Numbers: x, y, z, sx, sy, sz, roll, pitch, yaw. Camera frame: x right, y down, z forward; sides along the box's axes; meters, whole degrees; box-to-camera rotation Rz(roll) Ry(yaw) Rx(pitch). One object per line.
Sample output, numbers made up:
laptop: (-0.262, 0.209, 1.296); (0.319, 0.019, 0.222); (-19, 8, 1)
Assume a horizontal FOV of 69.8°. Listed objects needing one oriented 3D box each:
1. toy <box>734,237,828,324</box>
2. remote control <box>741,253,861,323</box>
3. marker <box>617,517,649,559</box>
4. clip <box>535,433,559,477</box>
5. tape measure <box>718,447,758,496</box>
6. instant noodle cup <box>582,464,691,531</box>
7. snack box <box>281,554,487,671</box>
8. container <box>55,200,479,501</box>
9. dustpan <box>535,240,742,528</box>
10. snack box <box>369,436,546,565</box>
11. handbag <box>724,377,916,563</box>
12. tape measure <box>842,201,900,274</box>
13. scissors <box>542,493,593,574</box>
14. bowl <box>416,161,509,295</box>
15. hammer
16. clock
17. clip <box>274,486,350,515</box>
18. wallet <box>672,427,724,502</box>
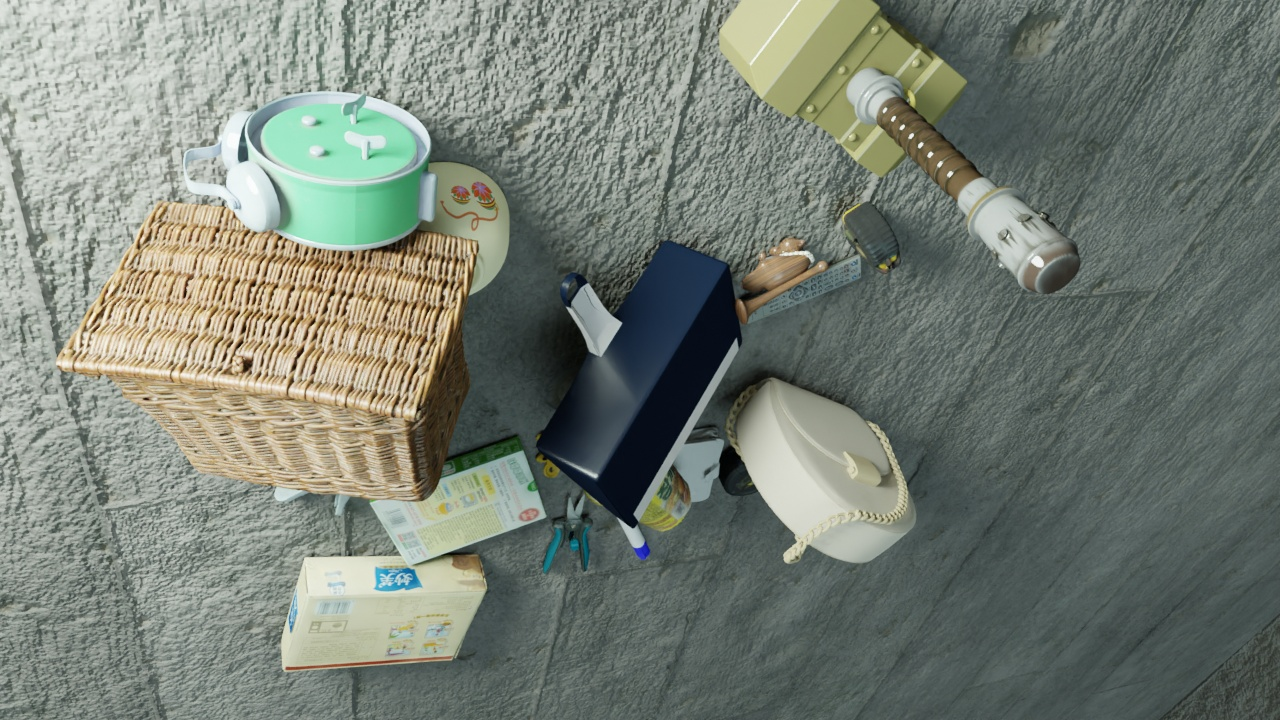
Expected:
toy: (0.131, -0.083, 0.903); (0.101, 0.054, 0.042); (-29, 152, -6)
remote control: (0.168, -0.075, 0.960); (0.136, 0.013, 0.033); (-21, 137, -4)
marker: (-0.014, 0.208, 1.152); (0.020, 0.020, 0.142); (-23, 137, -2)
clip: (-0.098, 0.102, 1.016); (0.053, 0.035, 0.046); (16, 106, -37)
tape measure: (0.132, 0.135, 1.132); (0.072, 0.042, 0.071); (-39, 139, 18)
instant noodle cup: (0.003, 0.140, 1.029); (0.102, 0.102, 0.108); (-36, 133, 11)
snack box: (-0.303, 0.297, 1.085); (0.207, 0.055, 0.154); (6, 129, -29)
container: (-0.251, 0.007, 0.703); (0.250, 0.161, 0.183); (7, 143, 4)
dustpan: (-0.005, 0.005, 0.853); (0.236, 0.080, 0.273); (-58, 159, -16)
snack box: (-0.198, 0.158, 1.016); (0.168, 0.027, 0.132); (-18, 138, -7)
handbag: (0.204, 0.127, 1.034); (0.210, 0.208, 0.104); (20, 124, -37)
tape measure: (0.224, -0.121, 0.901); (0.038, 0.067, 0.062); (-32, 137, 7)
scissors: (-0.086, 0.220, 1.134); (0.122, 0.019, 0.149); (-29, 132, 11)
bowl: (-0.158, -0.092, 0.753); (0.118, 0.074, 0.118); (-13, 136, -13)
hammer: (0.201, -0.160, 0.663); (0.190, 0.324, 0.101); (20, 122, -37)
clock: (-0.229, -0.137, 0.640); (0.161, 0.121, 0.076); (-6, 135, -24)
clip: (-0.299, 0.095, 0.899); (0.108, 0.028, 0.164); (23, 126, -36)
wallet: (0.054, 0.132, 1.101); (0.086, 0.032, 0.116); (-9, 135, -13)
